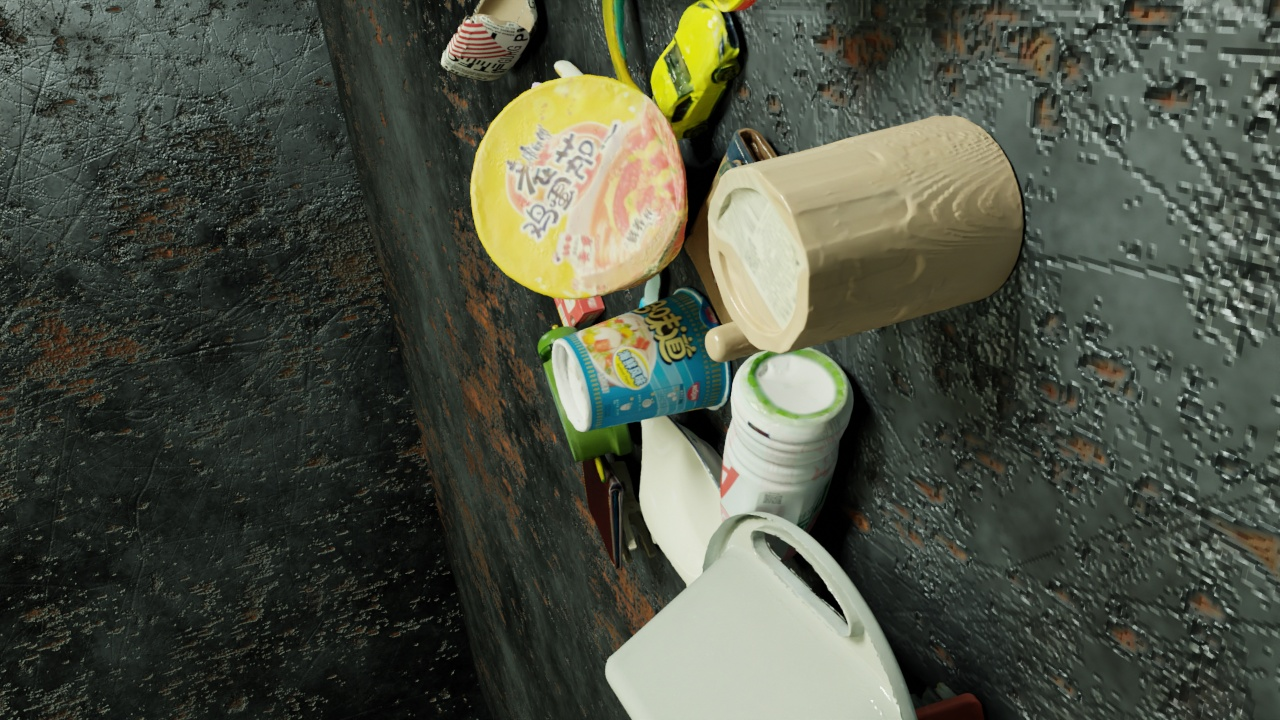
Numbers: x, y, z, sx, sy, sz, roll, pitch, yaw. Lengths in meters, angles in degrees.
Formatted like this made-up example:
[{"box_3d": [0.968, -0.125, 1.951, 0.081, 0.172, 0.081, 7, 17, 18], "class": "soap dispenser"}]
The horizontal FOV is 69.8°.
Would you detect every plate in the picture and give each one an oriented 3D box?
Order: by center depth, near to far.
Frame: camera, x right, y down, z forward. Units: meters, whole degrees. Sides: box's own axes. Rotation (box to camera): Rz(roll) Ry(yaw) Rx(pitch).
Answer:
[{"box_3d": [0.046, 0.121, 0.748, 0.163, 0.034, 0.164, -128, 29, -46], "class": "plate"}]

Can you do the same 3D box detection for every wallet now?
[{"box_3d": [0.063, -0.074, 0.562, 0.115, 0.033, 0.090, 116, 133, -67], "class": "wallet"}, {"box_3d": [-0.038, 0.142, 0.931, 0.122, 0.020, 0.096, -129, 33, -66], "class": "wallet"}]

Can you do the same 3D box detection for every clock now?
[{"box_3d": [-0.057, 0.031, 0.894, 0.161, 0.056, 0.116, -116, 11, -48], "class": "clock"}]

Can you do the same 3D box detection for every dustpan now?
[{"box_3d": [0.093, 0.224, 0.540, 0.258, 0.142, 0.223, 57, 170, -33], "class": "dustpan"}]

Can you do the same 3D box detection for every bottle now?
[{"box_3d": [0.083, 0.078, 0.575, 0.197, 0.068, 0.068, 92, 154, -47], "class": "bottle"}]

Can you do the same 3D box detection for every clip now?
[{"box_3d": [-0.013, 0.163, 0.942, 0.104, 0.034, 0.083, -121, 25, -46], "class": "clip"}]

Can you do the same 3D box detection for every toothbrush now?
[{"box_3d": [-0.029, -0.198, 0.730, 0.191, 0.016, 0.018, 53, 160, 43], "class": "toothbrush"}]

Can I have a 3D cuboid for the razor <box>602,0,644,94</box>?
[{"box_3d": [-0.009, -0.225, 0.643, 0.043, 0.028, 0.132, -165, 63, -71], "class": "razor"}]

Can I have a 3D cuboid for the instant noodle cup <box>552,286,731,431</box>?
[{"box_3d": [-0.004, 0.004, 0.681, 0.099, 0.109, 0.099, 164, 90, -71], "class": "instant noodle cup"}]

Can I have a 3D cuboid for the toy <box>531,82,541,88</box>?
[{"box_3d": [-0.069, -0.191, 0.804, 0.084, 0.039, 0.108, -146, 44, -66], "class": "toy"}]

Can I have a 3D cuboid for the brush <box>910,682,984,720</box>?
[{"box_3d": [0.166, 0.255, 0.493, 0.069, 0.063, 0.146, -136, 32, -78], "class": "brush"}]

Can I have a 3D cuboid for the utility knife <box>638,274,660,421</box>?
[{"box_3d": [0.003, -0.012, 0.783, 0.192, 0.018, 0.034, 99, 149, -48], "class": "utility knife"}]

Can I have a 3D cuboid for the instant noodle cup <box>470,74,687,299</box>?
[{"box_3d": [-0.030, -0.104, 0.612, 0.109, 0.138, 0.138, 9, -117, -79], "class": "instant noodle cup"}]

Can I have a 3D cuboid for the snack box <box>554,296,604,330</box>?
[{"box_3d": [-0.079, -0.107, 0.916, 0.153, 0.025, 0.075, 70, 159, 8], "class": "snack box"}]

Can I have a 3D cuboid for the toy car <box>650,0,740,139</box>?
[{"box_3d": [0.029, -0.177, 0.566, 0.048, 0.032, 0.105, 69, 158, 14], "class": "toy car"}]

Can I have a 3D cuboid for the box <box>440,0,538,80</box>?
[{"box_3d": [-0.138, -0.317, 0.865, 0.163, 0.076, 0.087, 177, 103, -70], "class": "box"}]

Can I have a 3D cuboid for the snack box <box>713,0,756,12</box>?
[{"box_3d": [0.067, -0.200, 0.378, 0.091, 0.080, 0.082, 159, 94, -70], "class": "snack box"}]

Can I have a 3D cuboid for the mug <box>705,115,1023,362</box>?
[{"box_3d": [0.088, -0.044, 0.408, 0.125, 0.103, 0.084, 114, 136, -60], "class": "mug"}]
